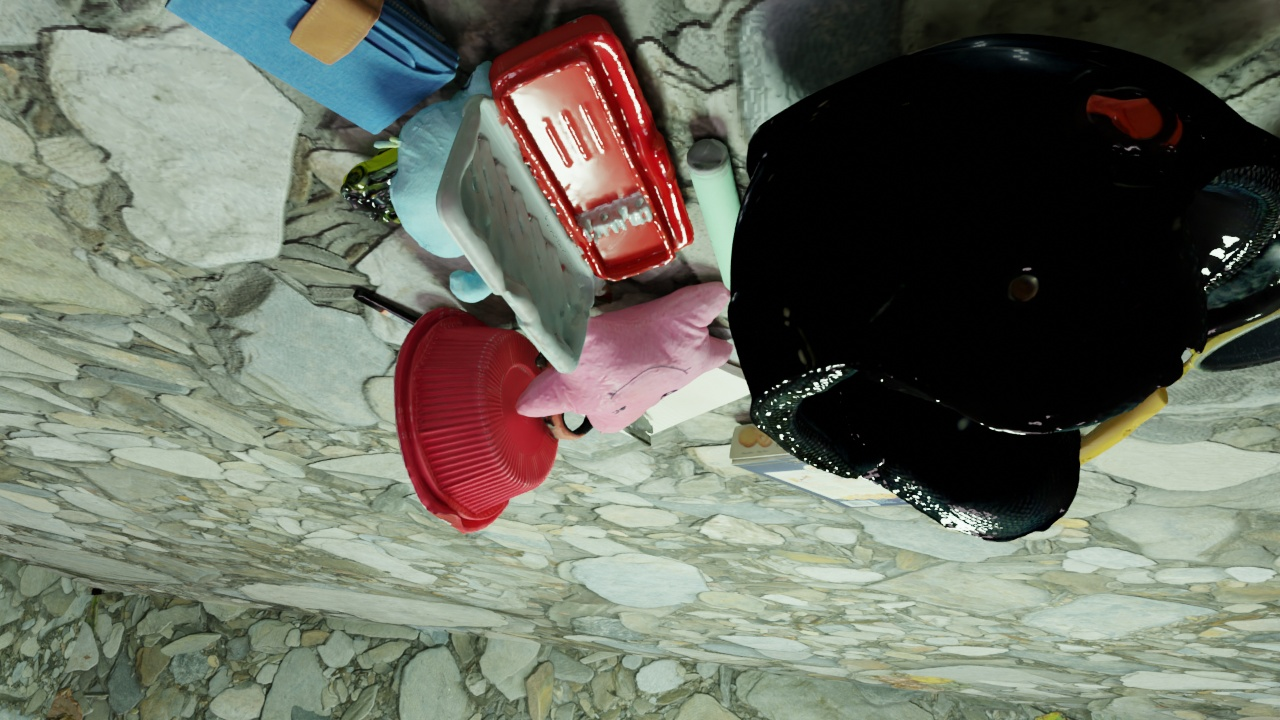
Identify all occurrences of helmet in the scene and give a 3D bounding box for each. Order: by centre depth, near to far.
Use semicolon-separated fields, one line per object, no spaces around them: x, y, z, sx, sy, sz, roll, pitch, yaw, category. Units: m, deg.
0.173;-0.045;0.451;0.275;0.230;0.233;-21;156;5;helmet

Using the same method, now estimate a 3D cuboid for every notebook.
-0.004;0.025;0.895;0.150;0.012;0.210;23;151;-25;notebook

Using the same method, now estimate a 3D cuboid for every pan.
0.352;0.000;0.546;0.359;0.078;0.197;-28;156;36;pan

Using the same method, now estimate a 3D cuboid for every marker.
-0.203;-0.034;0.832;0.123;0.015;0.018;29;153;-31;marker

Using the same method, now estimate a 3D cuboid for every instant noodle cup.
-0.123;0.045;0.767;0.066;0.193;0.194;-8;150;21;instant noodle cup

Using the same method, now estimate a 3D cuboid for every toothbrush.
0.066;-0.075;0.648;0.026;0.027;0.224;-25;149;2;toothbrush

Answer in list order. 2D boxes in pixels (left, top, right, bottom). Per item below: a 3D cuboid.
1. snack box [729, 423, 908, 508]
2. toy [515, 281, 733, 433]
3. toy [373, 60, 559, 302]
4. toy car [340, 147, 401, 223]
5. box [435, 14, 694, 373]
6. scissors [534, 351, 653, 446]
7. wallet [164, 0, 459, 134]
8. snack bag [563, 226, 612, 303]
0.216;0.103;0.922;0.182;0.045;0.178;24;157;-31;snack box
-0.004;0.004;0.746;0.194;0.074;0.179;-13;148;-25;toy
-0.100;-0.104;0.569;0.156;0.050;0.162;-8;131;-51;toy
-0.148;-0.125;0.606;0.105;0.032;0.048;-17;148;23;toy car
-0.044;-0.091;0.549;0.073;0.154;0.201;36;169;29;box
-0.037;0.053;0.854;0.015;0.191;0.207;-6;120;25;scissors
-0.176;-0.179;0.499;0.133;0.040;0.107;28;153;-36;wallet
-0.041;-0.075;0.679;0.048;0.026;0.104;13;155;5;snack bag
